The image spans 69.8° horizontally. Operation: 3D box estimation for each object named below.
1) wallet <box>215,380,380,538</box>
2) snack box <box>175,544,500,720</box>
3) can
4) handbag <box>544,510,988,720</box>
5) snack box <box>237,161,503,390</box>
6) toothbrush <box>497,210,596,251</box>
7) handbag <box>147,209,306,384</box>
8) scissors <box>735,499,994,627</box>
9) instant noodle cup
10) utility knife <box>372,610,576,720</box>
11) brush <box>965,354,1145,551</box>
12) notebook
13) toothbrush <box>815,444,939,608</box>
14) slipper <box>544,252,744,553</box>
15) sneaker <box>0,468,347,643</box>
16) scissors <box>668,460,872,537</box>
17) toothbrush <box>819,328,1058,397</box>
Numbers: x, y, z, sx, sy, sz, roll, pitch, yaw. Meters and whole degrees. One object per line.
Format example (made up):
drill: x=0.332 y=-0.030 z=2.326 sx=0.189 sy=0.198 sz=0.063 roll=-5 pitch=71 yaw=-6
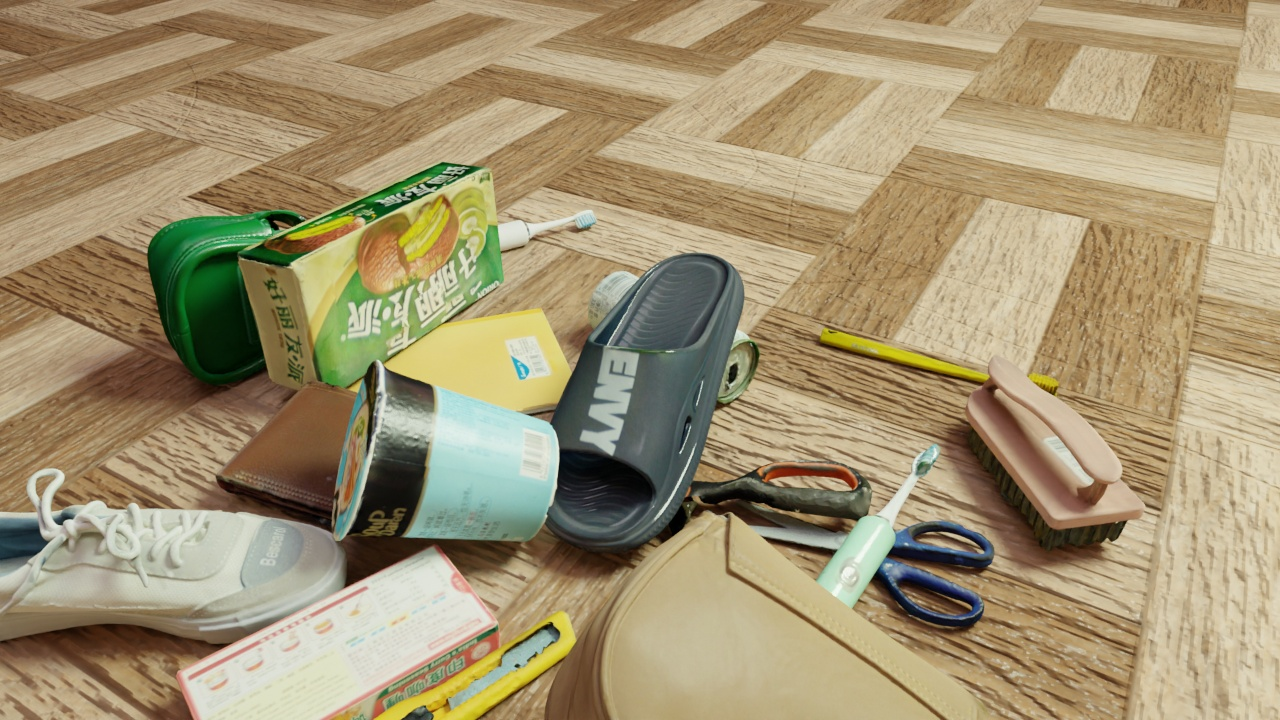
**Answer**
wallet: x=-0.212 y=0.065 z=0.638 sx=0.124 sy=0.032 sz=0.101 roll=13 pitch=46 yaw=13
snack box: x=-0.164 y=0.166 z=0.508 sx=0.155 sy=0.027 sz=0.077 roll=-24 pitch=42 yaw=-29
can: x=0.024 y=-0.021 z=0.746 sx=0.058 sy=0.058 sz=0.147 roll=-29 pitch=44 yaw=-34
handbag: x=0.062 y=0.169 z=0.404 sx=0.204 sy=0.100 sz=0.147 roll=37 pitch=44 yaw=-2
snack box: x=-0.210 y=-0.077 z=0.763 sx=0.063 sy=0.115 sz=0.239 roll=13 pitch=33 yaw=25
toothbrush: x=-0.144 y=-0.121 z=0.918 sx=0.220 sy=0.027 sz=0.026 roll=-18 pitch=78 yaw=-24
handbag: x=-0.320 y=-0.053 z=0.733 sx=0.120 sy=0.131 sz=0.068 roll=-22 pitch=45 yaw=-33
scissors: x=0.144 y=0.115 z=0.592 sx=0.140 sy=0.012 sz=0.171 roll=-24 pitch=40 yaw=-27
instant noodle cup: x=-0.119 y=0.066 z=0.573 sx=0.120 sy=0.111 sz=0.111 roll=14 pitch=30 yaw=-23
utility knife: x=-0.098 y=0.181 z=0.496 sx=0.153 sy=0.015 sz=0.033 roll=-27 pitch=46 yaw=-33
brush: x=0.270 y=0.057 z=0.621 sx=0.063 sy=0.073 sz=0.145 roll=-6 pitch=34 yaw=-7
notebook: x=-0.164 y=0.011 z=0.743 sx=0.206 sy=0.010 sz=0.145 roll=-11 pitch=36 yaw=-15
toothbrush: x=0.129 y=0.122 z=0.550 sx=0.026 sy=0.027 sz=0.223 roll=39 pitch=53 yaw=12
slipper: x=-0.004 y=0.004 z=0.635 sx=0.111 sy=0.083 sz=0.267 roll=5 pitch=50 yaw=26
sneaker: x=-0.298 y=0.109 z=0.537 sx=0.242 sy=0.091 sz=0.089 roll=-2 pitch=36 yaw=-3
scissors: x=0.041 y=0.096 z=0.602 sx=0.221 sy=0.022 sz=0.234 roll=-9 pitch=37 yaw=-2
toothbrush: x=0.240 y=0.000 z=0.749 sx=0.190 sy=0.017 sz=0.015 roll=16 pitch=38 yaw=22
